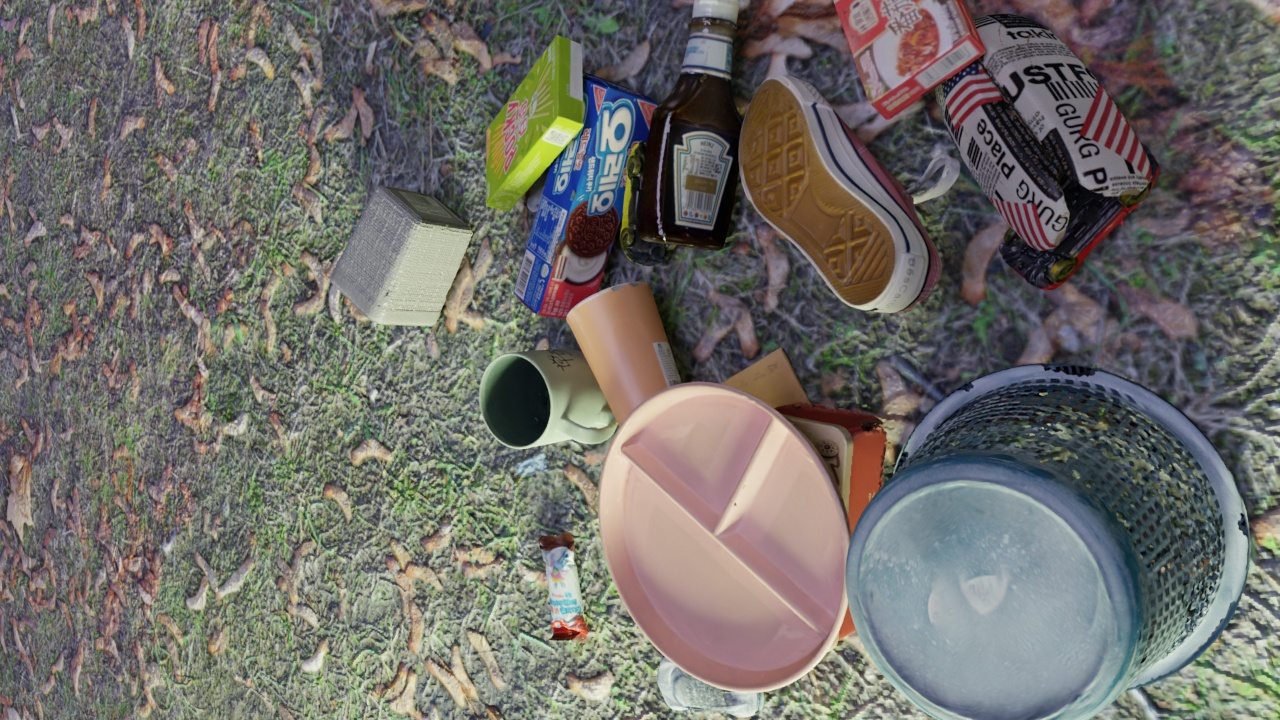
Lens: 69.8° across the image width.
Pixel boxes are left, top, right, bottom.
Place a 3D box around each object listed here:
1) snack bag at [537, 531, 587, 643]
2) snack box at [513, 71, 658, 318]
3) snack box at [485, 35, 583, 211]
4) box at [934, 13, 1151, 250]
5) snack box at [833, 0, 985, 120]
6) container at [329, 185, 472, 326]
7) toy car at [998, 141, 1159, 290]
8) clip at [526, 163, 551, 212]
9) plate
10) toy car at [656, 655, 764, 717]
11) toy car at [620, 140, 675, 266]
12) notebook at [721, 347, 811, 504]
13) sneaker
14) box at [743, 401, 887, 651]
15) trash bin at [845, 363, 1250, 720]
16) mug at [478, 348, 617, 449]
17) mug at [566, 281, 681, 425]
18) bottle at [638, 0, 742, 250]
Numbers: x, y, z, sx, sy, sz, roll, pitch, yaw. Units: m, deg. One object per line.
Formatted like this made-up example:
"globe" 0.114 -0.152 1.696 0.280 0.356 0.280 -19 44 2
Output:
"snack bag" -0.073 0.216 0.873 0.045 0.026 0.105 -12 84 38
"snack box" -0.051 -0.140 0.804 0.057 0.058 0.208 39 116 49
"snack box" -0.097 -0.205 0.815 0.157 0.026 0.085 -32 54 53
"box" 0.247 -0.148 0.595 0.087 0.075 0.162 117 140 -53
"snack box" 0.176 -0.245 0.629 0.075 0.025 0.152 -31 52 34
"container" -0.239 -0.107 0.929 0.090 0.090 0.114 40 111 26
"toy car" 0.285 -0.095 0.593 0.106 0.031 0.049 -53 51 21
"clip" -0.089 -0.166 0.862 0.025 0.035 0.058 27 104 28
"plate" 0.058 0.128 0.681 0.230 0.028 0.229 6 100 41
"toy car" 0.056 0.277 0.784 0.106 0.031 0.049 -10 87 36
"toy car" 0.006 -0.133 0.781 0.032 0.048 0.105 19 106 61
"notebook" 0.104 0.116 0.752 0.150 0.012 0.211 -33 75 31
"sneaker" 0.148 -0.119 0.657 0.118 0.087 0.240 -62 37 34
"box" 0.129 0.119 0.688 0.091 0.078 0.168 10 101 40
"trash bin" 0.228 0.120 0.552 0.227 0.194 0.226 3 96 35
"mug" -0.066 0.037 0.805 0.112 0.106 0.082 32 110 30
"mug" -0.005 0.005 0.775 0.078 0.078 0.122 -32 74 32
"bottle" 0.046 -0.188 0.727 0.044 0.079 0.195 20 104 56
